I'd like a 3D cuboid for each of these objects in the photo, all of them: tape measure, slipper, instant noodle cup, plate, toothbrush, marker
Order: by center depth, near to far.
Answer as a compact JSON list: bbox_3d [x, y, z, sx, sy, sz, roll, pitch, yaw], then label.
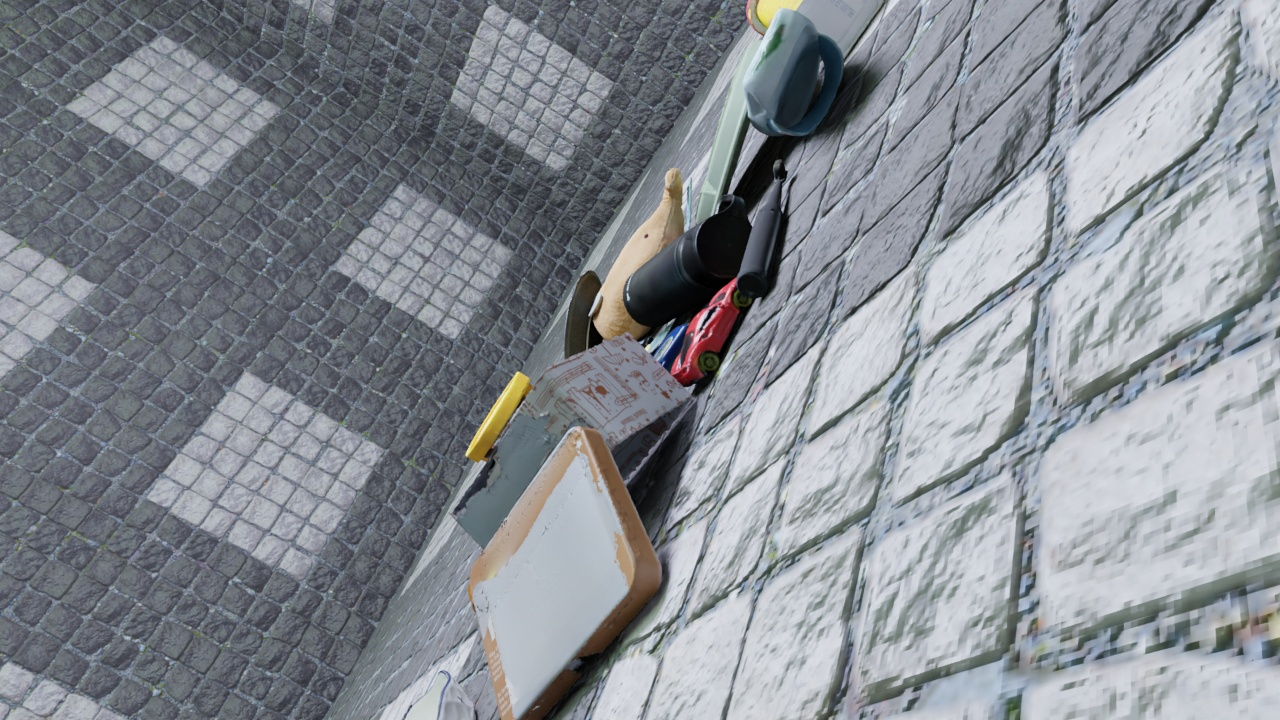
[{"bbox_3d":[0.110,-0.120,0.786,0.026,0.027,0.212,-10,33,23],"label":"toothbrush"},{"bbox_3d":[-0.204,0.371,0.789,0.205,0.045,0.204,-56,8,12],"label":"plate"},{"bbox_3d":[0.031,-0.005,0.837,0.058,0.025,0.054,-55,7,-2],"label":"tape measure"},{"bbox_3d":[0.152,-0.269,0.878,0.104,0.074,0.245,-63,-9,11],"label":"slipper"},{"bbox_3d":[0.192,-0.383,0.988,0.116,0.116,0.123,-55,21,19],"label":"instant noodle cup"},{"bbox_3d":[0.103,-0.251,1.042,0.230,0.027,0.230,20,-93,-86],"label":"plate"},{"bbox_3d":[-0.131,0.092,1.103,0.118,0.114,0.118,-57,8,12],"label":"instant noodle cup"},{"bbox_3d":[-0.007,-0.014,1.107,0.018,0.015,0.124,-65,12,-14],"label":"marker"},{"bbox_3d":[-0.062,-0.028,1.197,0.179,0.024,0.179,6,-91,-77],"label":"plate"}]

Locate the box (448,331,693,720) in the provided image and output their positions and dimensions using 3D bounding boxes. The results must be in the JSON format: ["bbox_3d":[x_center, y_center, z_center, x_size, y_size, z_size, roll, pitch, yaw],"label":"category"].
[{"bbox_3d":[-0.057,0.106,0.671,0.180,0.132,0.270,-53,15,30],"label":"box"}]

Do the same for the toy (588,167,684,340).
[{"bbox_3d":[0.009,-0.116,1.096,0.143,0.082,0.227,-90,23,-49],"label":"toy"}]

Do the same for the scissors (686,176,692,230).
[{"bbox_3d":[0.054,-0.141,1.045,0.132,0.017,0.133,88,-177,-61],"label":"scissors"}]

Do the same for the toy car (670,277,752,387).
[{"bbox_3d":[0.058,-0.027,0.746,0.106,0.031,0.049,-59,10,-17],"label":"toy car"}]

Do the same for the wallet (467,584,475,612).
[{"bbox_3d":[-0.171,0.239,1.103,0.119,0.035,0.131,-67,8,-11],"label":"wallet"}]

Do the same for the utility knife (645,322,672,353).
[{"bbox_3d":[-0.006,0.006,1.057,0.209,0.021,0.030,-37,28,55],"label":"utility knife"}]

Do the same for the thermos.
[{"bbox_3d":[0.049,-0.094,0.902,0.090,0.068,0.243,-68,12,-13],"label":"thermos"}]
